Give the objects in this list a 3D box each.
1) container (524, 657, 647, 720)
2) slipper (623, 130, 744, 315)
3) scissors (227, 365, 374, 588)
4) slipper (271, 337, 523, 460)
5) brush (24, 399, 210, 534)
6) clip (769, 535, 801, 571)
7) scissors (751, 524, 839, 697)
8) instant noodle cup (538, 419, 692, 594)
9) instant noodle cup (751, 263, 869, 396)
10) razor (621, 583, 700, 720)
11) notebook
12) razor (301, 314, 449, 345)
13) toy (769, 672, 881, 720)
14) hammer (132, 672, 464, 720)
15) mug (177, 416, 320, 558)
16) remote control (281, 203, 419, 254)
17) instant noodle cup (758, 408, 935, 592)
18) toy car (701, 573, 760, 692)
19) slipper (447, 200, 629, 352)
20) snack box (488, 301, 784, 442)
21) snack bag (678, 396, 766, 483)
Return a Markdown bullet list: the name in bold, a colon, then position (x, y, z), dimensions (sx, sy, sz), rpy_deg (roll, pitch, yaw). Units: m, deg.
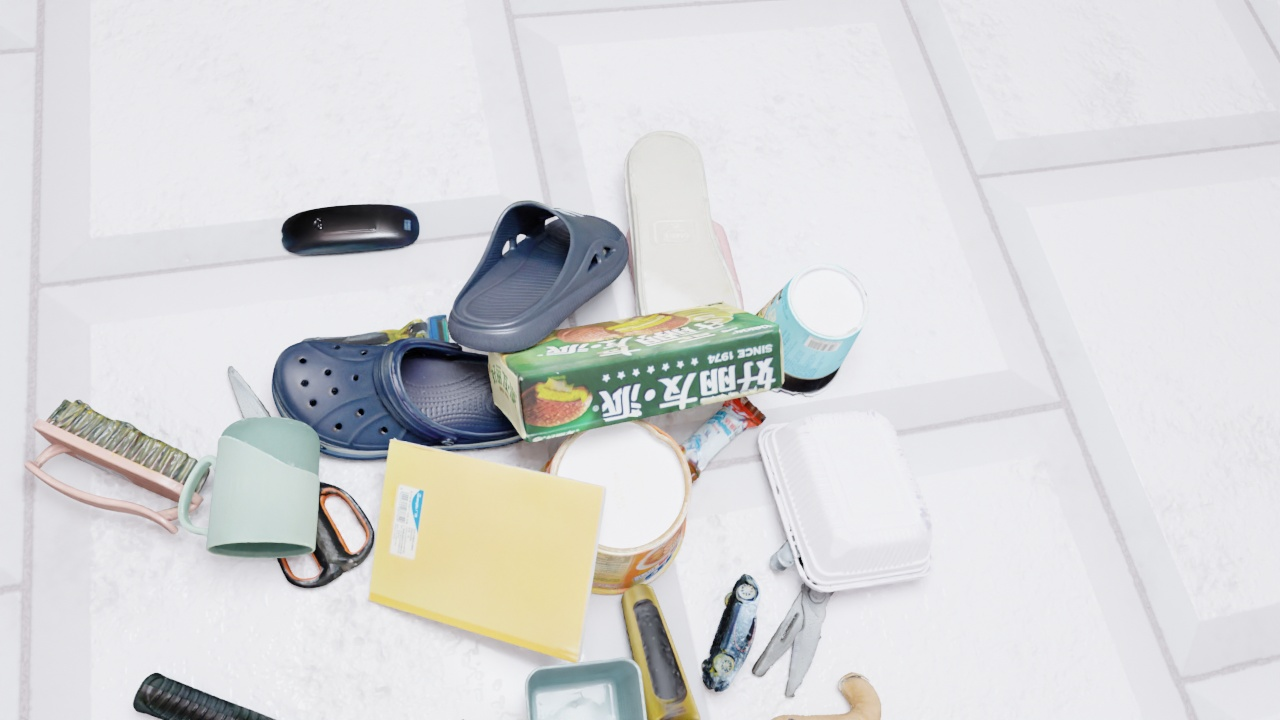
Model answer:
- **container**: position (-0.047, 0.294, 0.736), dimensions (0.090, 0.112, 0.089), rpy_deg (-4, 67, -10)
- **slipper**: position (0.040, -0.104, 0.944), dimensions (0.114, 0.054, 0.274), rpy_deg (-10, 79, -8)
- **scissors**: position (-0.334, 0.103, 0.823), dimensions (0.235, 0.022, 0.124), rpy_deg (38, 68, 8)
- **slipper**: position (-0.208, 0.032, 0.834), dimensions (0.252, 0.095, 0.105), rpy_deg (5, 64, -10)
- **brush**: position (-0.446, 0.095, 0.789), dimensions (0.145, 0.063, 0.072), rpy_deg (25, 62, 1)
- **clip**: position (0.144, 0.173, 0.851), dimensions (0.024, 0.028, 0.056), rpy_deg (43, 64, 11)
- **scissors**: position (0.164, 0.197, 0.860), dimensions (0.196, 0.015, 0.214), rpy_deg (-14, 71, -14)
- **instant noodle cup**: position (-0.024, 0.122, 0.811), dimensions (0.151, 0.112, 0.151), rpy_deg (3, 67, -7)
- **instant noodle cup**: position (0.166, -0.036, 0.899), dimensions (0.111, 0.121, 0.111), rpy_deg (3, 67, -7)
- **razor**: position (0.020, 0.274, 0.783), dimensions (0.062, 0.068, 0.167), rpy_deg (-12, 63, -14)
- **notebook**: position (-0.132, 0.154, 0.762), dimensions (0.206, 0.010, 0.146), rpy_deg (9, 92, 21)
- **razor**: position (-0.257, -0.020, 0.888), dimensions (0.142, 0.022, 0.043), rpy_deg (-6, 112, -7)
- **toy**: position (0.139, 0.359, 0.757), dimensions (0.143, 0.083, 0.225), rpy_deg (22, 63, -5)
- **hammer**: position (-0.260, 0.319, 0.738), dimensions (0.301, 0.033, 0.128), rpy_deg (21, 66, 1)
- **mug**: position (-0.328, 0.108, 0.770), dimensions (0.112, 0.082, 0.106), rpy_deg (-3, 70, -2)
- **remote control**: position (-0.293, -0.135, 0.927), dimensions (0.136, 0.024, 0.053), rpy_deg (-6, 70, -11)
- **instant noodle cup**: position (0.197, 0.118, 0.852), dimensions (0.138, 0.060, 0.173), rpy_deg (-4, 55, -16)
- **toy car**: position (0.083, 0.241, 0.811), dimensions (0.031, 0.049, 0.105), rpy_deg (23, 66, -2)
- **slipper**: position (-0.087, -0.098, 0.847), dimensions (0.111, 0.083, 0.267), rpy_deg (11, 32, 17)
- **snack box**: position (-0.005, 0.005, 0.808), dimensions (0.239, 0.114, 0.063), rpy_deg (-10, 107, -19)
- **snack bag**: position (0.072, 0.073, 0.892), dimensions (0.104, 0.026, 0.048), rpy_deg (-36, 65, -20)
